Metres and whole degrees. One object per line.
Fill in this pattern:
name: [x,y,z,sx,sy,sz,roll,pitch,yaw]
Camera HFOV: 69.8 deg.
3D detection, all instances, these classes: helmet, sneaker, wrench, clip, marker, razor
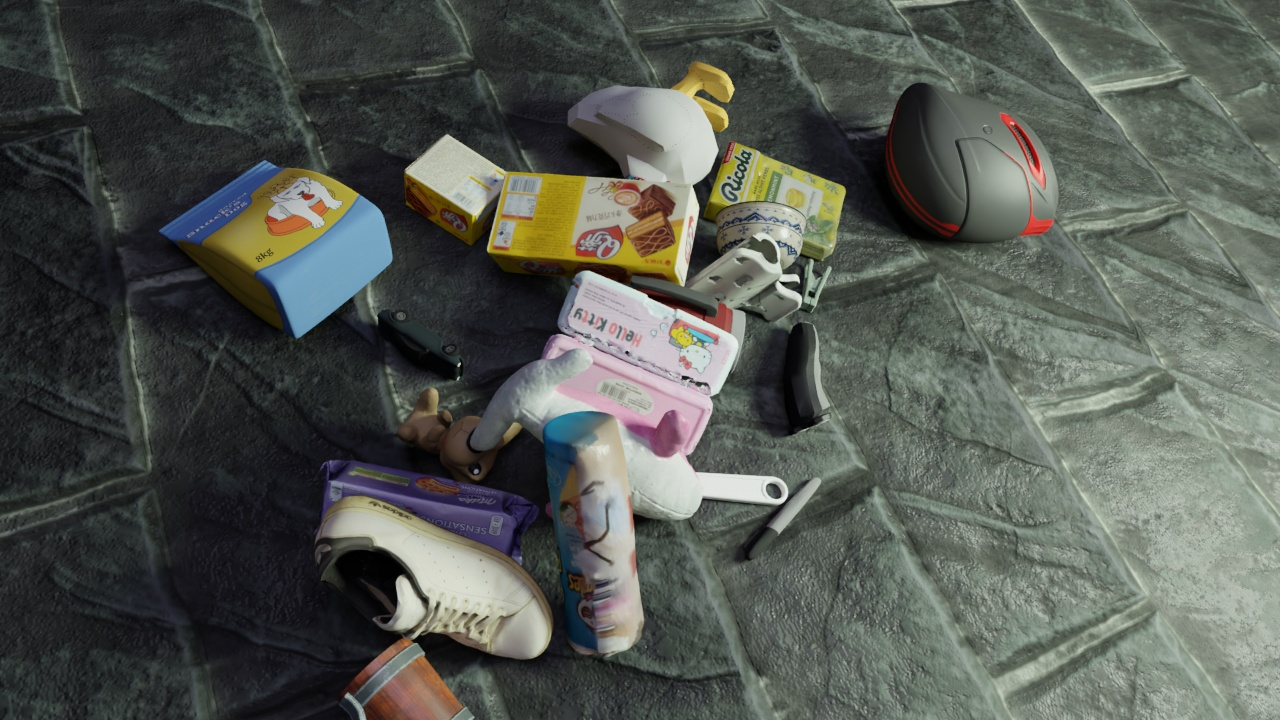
helmet: [0.429,-0.262,1.257,0.169,0.164,0.264,-25,78,-13]
sneaker: [-0.185,0.212,0.828,0.241,0.089,0.102,32,15,-12]
wrench: [0.033,0.135,1.012,0.273,0.018,0.066,6,59,-11]
clip: [0.224,-0.098,1.194,0.035,0.023,0.074,22,59,-2]
clip: [0.129,-0.104,1.123,0.151,0.126,0.091,7,64,-37]
marker: [0.158,0.173,1.022,0.022,0.016,0.138,27,53,31]
razor: [0.198,0.017,1.104,0.060,0.057,0.156,22,51,-39]

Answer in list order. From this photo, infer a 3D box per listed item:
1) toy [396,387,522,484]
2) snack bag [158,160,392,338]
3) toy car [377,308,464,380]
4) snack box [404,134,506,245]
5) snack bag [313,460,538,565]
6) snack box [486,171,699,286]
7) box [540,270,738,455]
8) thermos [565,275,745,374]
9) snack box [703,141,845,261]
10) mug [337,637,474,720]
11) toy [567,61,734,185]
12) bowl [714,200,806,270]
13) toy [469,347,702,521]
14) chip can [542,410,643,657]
toy: [-0.193,0.085,0.945,0.108,0.106,0.133,32,61,-7]
snack bag: [-0.408,-0.142,1.027,0.205,0.102,0.158,31,57,18]
toy car: [-0.245,-0.016,1.017,0.112,0.046,0.034,33,56,8]
snack box: [-0.224,-0.209,1.127,0.106,0.061,0.083,33,58,7]
snack bag: [-0.209,0.157,0.894,0.205,0.096,0.058,13,24,-7]
snack box: [-0.055,-0.153,1.076,0.230,0.062,0.110,7,74,14]
box: [-0.006,0.006,1.013,0.201,0.044,0.155,23,99,-7]
thermos: [0.019,-0.049,1.064,0.198,0.108,0.083,12,46,-4]
snack box: [0.186,-0.215,1.240,0.181,0.045,0.121,21,58,0]
mug: [-0.208,0.317,0.797,0.111,0.082,0.117,45,25,10]
toy: [0.010,-0.260,1.177,0.247,0.141,0.267,37,76,11]
bowl: [0.150,-0.149,1.156,0.115,0.116,0.059,8,73,-9]
toy: [-0.040,0.076,0.935,0.265,0.187,0.127,36,23,-33]
chip can: [-0.043,0.164,0.856,0.080,0.230,0.079,-4,22,1]
